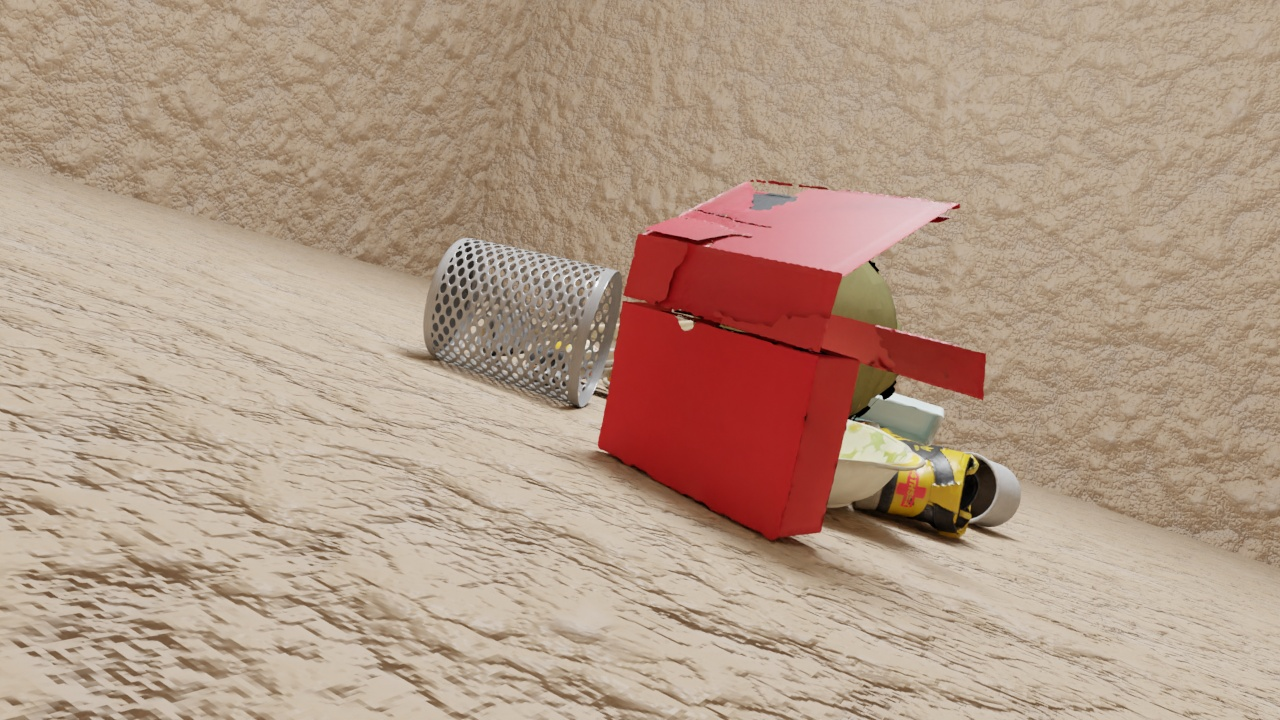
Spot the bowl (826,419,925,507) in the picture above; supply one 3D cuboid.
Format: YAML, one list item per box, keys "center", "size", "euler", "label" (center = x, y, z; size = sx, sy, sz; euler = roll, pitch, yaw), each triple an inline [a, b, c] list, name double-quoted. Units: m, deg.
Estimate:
- center: [0.148, 0.089, 0.848]
  size: [0.220, 0.060, 0.188]
  euler: [19, 13, 36]
  label: "bowl"

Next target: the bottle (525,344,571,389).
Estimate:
- center: [-0.116, 0.006, 1.147]
  size: [0.047, 0.047, 0.112]
  euler: [17, 2, -24]
  label: "bottle"

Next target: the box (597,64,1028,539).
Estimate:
- center: [0.099, -0.073, 0.690]
  size: [0.124, 0.378, 0.212]
  euler: [30, -6, -40]
  label: "box"

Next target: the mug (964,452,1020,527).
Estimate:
- center: [0.395, 0.162, 1.115]
  size: [0.070, 0.084, 0.113]
  euler: [19, -30, -42]
  label: "mug"

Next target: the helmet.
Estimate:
- center: [0.173, -0.017, 1.044]
  size: [0.250, 0.255, 0.232]
  euler: [17, -1, 11]
  label: "helmet"

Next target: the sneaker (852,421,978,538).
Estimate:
- center: [0.293, 0.123, 0.986]
  size: [0.122, 0.086, 0.238]
  euler: [12, 5, 13]
  label: "sneaker"

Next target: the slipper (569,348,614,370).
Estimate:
- center: [-0.007, 0.007, 1.246]
  size: [0.263, 0.052, 0.115]
  euler: [-2, 0, -5]
  label: "slipper"

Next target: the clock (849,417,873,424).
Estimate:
- center: [0.269, 0.111, 1.226]
  size: [0.158, 0.073, 0.121]
  euler: [7, -4, 29]
  label: "clock"

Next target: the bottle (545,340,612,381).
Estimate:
- center: [-0.088, -0.002, 1.314]
  size: [0.109, 0.063, 0.063]
  euler: [17, 3, -4]
  label: "bottle"

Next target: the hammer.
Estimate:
- center: [-0.053, -0.039, 1.250]
  size: [0.322, 0.051, 0.117]
  euler: [-2, -7, -19]
  label: "hammer"

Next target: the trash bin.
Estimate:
- center: [-0.131, -0.048, 1.030]
  size: [0.183, 0.156, 0.156]
  euler: [16, 2, 8]
  label: "trash bin"

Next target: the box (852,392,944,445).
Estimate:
- center: [0.318, 0.096, 1.303]
  size: [0.197, 0.122, 0.078]
  euler: [17, -14, 8]
  label: "box"

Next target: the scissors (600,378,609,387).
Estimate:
- center: [-0.044, 0.035, 1.401]
  size: [0.170, 0.012, 0.157]
  euler: [17, 2, -20]
  label: "scissors"
